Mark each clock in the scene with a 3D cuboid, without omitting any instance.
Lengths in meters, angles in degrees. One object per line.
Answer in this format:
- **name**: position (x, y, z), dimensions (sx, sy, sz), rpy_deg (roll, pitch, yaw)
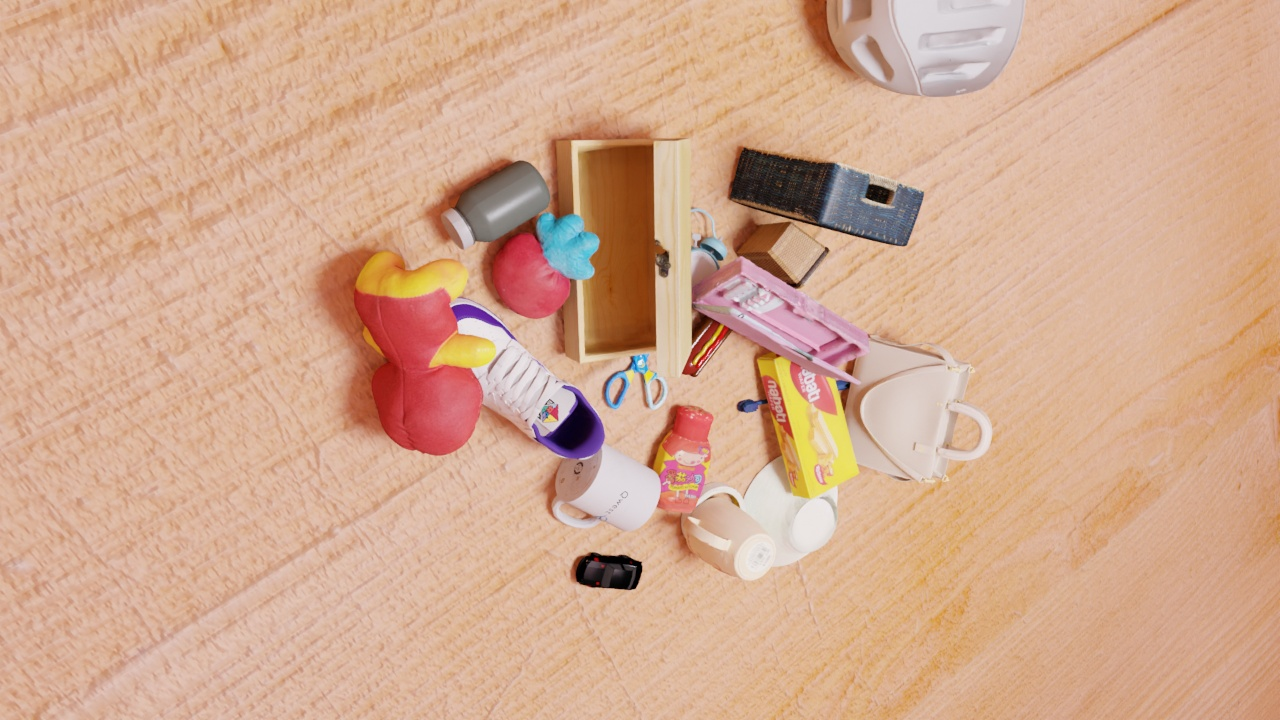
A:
- **clock**: position (0.063, -0.123, 1.117), dimensions (0.087, 0.042, 0.123), rpy_deg (2, 97, -30)

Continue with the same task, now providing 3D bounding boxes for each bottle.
- **bottle**: position (-0.152, -0.162, 0.966), dimensions (0.108, 0.060, 0.060), rpy_deg (-35, 118, -18)
- **bottle**: position (0.055, 0.125, 1.173), dimensions (0.071, 0.048, 0.134), rpy_deg (10, 98, -30)

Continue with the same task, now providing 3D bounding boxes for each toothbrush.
- **toothbrush**: position (0.215, 0.049, 1.261), dimensions (0.189, 0.017, 0.016), rpy_deg (-10, 108, -27)

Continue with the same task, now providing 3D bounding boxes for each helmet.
- **helmet**: position (0.357, -0.437, 1.106), dimensions (0.282, 0.184, 0.224), rpy_deg (-17, 117, -18)

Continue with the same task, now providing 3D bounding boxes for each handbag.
- **handbag**: position (0.384, 0.074, 1.253), dimensions (0.101, 0.198, 0.195), rpy_deg (-1, 105, -45)

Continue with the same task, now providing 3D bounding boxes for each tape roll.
- **tape roll**: position (0.099, 0.212, 1.240), dimensions (0.093, 0.019, 0.094), rpy_deg (-8, 108, -27)

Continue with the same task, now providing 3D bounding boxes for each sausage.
- **sausage**: position (0.097, -0.045, 1.154), dimensions (0.040, 0.040, 0.155), rpy_deg (43, 81, -31)

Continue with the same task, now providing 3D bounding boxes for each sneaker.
- **sneaker**: position (-0.129, 0.032, 1.003), dimensions (0.091, 0.111, 0.244), rpy_deg (-51, 122, -8)

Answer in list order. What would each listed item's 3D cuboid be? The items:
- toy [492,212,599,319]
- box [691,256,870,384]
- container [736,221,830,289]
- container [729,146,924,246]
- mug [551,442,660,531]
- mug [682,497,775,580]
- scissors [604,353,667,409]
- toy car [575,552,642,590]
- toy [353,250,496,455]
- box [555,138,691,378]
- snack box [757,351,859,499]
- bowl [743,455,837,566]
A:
- **toy**: position (-0.103, -0.104, 0.993), dimensions (0.133, 0.062, 0.092), rpy_deg (-39, 104, 17)
- **box**: position (0.171, -0.029, 1.110), dimensions (0.232, 0.099, 0.080), rpy_deg (27, 51, -32)
- **container**: position (0.172, -0.132, 1.136), dimensions (0.061, 0.114, 0.063), rpy_deg (42, 81, -19)
- **container**: position (0.217, -0.195, 1.092), dimensions (0.145, 0.187, 0.071), rpy_deg (8, 103, -31)
- **mug**: position (-0.051, 0.161, 1.112), dimensions (0.096, 0.083, 0.120), rpy_deg (33, 115, -32)
- **mug**: position (0.108, 0.229, 1.175), dimensions (0.111, 0.104, 0.085), rpy_deg (24, 90, -34)
- **scissors**: position (0.007, 0.006, 1.131), dimensions (0.109, 0.018, 0.131), rpy_deg (25, 89, -32)
- **toy car**: position (-0.038, 0.272, 1.168), dimensions (0.091, 0.036, 0.042), rpy_deg (12, 97, -32)
- **toy**: position (-0.223, 0.001, 0.926), dimensions (0.098, 0.148, 0.216), rpy_deg (-33, 126, -48)
- **box**: position (0.003, -0.121, 1.026), dimensions (0.141, 0.179, 0.249), rpy_deg (-18, 112, -46)
- **snack box**: position (0.226, 0.076, 1.233), dimensions (0.092, 0.042, 0.201), rpy_deg (-21, 101, -28)
- **bowl**: position (0.226, 0.219, 1.292), dimensions (0.176, 0.058, 0.177), rpy_deg (-8, 108, -27)
